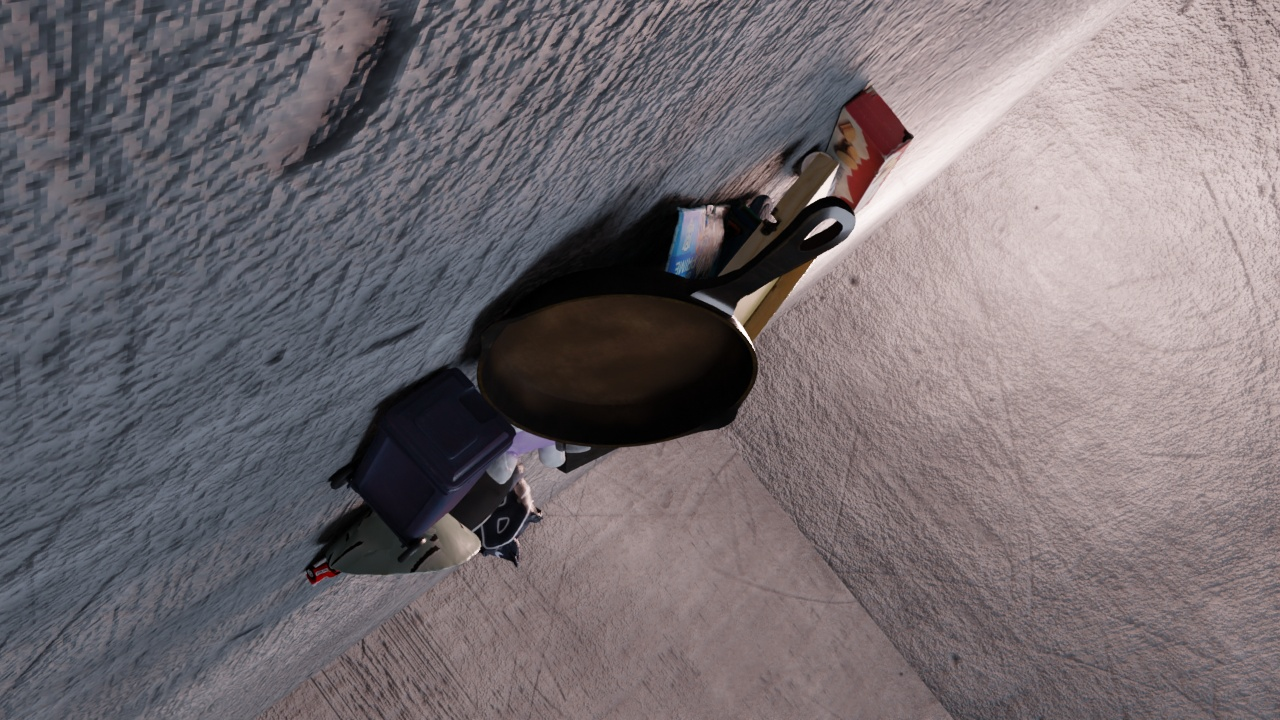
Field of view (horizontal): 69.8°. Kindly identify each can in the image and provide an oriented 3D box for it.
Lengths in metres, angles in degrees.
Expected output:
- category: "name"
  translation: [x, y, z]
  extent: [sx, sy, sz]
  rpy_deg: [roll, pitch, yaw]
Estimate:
- category: "can"
  translation: [0.207, -0.214, 1.074]
  extent: [0.044, 0.044, 0.106]
  rpy_deg: [-40, 174, 8]

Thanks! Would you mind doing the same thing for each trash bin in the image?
- category: "trash bin"
  translation: [-0.182, 0.087, 0.772]
  extent: [0.092, 0.094, 0.161]
  rpy_deg: [-41, 176, -40]

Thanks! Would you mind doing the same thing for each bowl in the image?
- category: "bowl"
  translation: [-0.266, 0.183, 1.030]
  extent: [0.174, 0.068, 0.174]
  rpy_deg: [0, -173, 0]

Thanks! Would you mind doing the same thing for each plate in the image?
- category: "plate"
  translation: [-0.234, 0.195, 1.177]
  extent: [0.173, 0.019, 0.172]
  rpy_deg: [-25, -157, 11]

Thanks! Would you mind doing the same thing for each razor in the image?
- category: "razor"
  translation: [0.078, -0.128, 1.025]
  extent: [0.141, 0.044, 0.018]
  rpy_deg: [-37, -160, 39]

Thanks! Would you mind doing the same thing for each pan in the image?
- category: "pan"
  translation: [0.022, -0.030, 0.720]
  extent: [0.248, 0.043, 0.357]
  rpy_deg: [23, 138, -33]

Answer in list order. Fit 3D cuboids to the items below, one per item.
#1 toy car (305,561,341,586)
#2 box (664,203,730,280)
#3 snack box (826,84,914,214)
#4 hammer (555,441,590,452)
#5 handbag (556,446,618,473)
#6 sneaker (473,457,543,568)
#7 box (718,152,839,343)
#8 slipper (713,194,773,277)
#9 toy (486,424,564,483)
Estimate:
- category: "toy car"
  translation: [-0.359, 0.240, 1.079]
  extent: [0.090, 0.025, 0.038]
  rpy_deg: [-26, -176, 42]
- category: "box"
  translation: [0.033, -0.070, 0.888]
  extent: [0.167, 0.075, 0.243]
  rpy_deg: [-45, 177, 19]
- category: "snack box"
  translation: [0.253, -0.232, 1.070]
  extent: [0.044, 0.076, 0.273]
  rpy_deg: [-36, 174, 1]
- category: "hammer"
  translation: [-0.006, 0.006, 1.039]
  extent: [0.036, 0.126, 0.314]
  rpy_deg: [5, -169, 26]
- category: "handbag"
  translation: [-0.057, 0.082, 1.385]
  extent: [0.197, 0.102, 0.200]
  rpy_deg: [-29, 163, -18]
- category: "sneaker"
  translation: [-0.251, 0.269, 1.393]
  extent: [0.252, 0.151, 0.097]
  rpy_deg: [-38, 175, 1]
- category: "box"
  translation: [0.109, -0.062, 0.987]
  extent: [0.246, 0.076, 0.258]
  rpy_deg: [-51, 167, -31]
- category: "slipper"
  translation: [0.096, -0.114, 1.097]
  extent: [0.103, 0.059, 0.214]
  rpy_deg: [-43, 166, -49]
- category: "toy"
  translation: [-0.095, 0.058, 1.060]
  extent: [0.208, 0.085, 0.138]
  rpy_deg: [-23, 144, -45]
